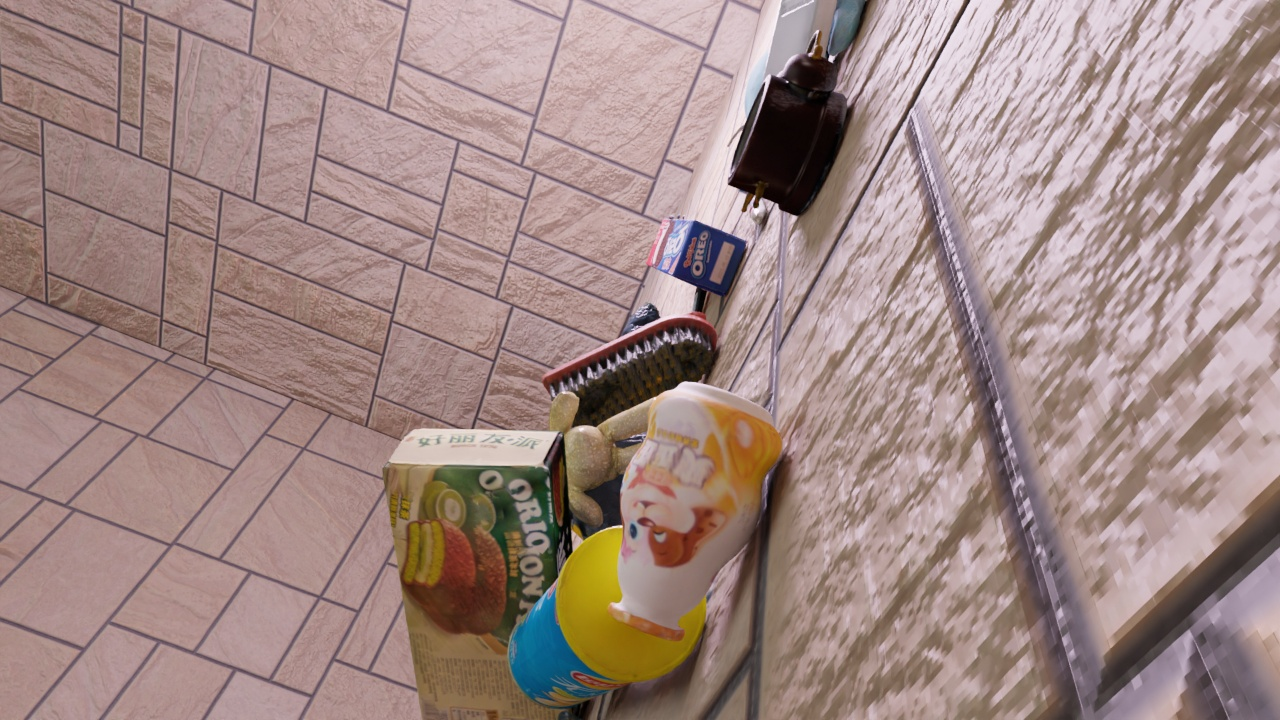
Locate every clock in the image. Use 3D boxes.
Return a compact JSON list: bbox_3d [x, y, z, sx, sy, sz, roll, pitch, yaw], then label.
[{"bbox_3d":[0.098,-0.153,0.598,0.082,0.055,0.122,-94,23,-84],"label":"clock"}]

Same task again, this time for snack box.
[{"bbox_3d":[-0.107,0.167,0.661,0.063,0.114,0.240,-72,-19,-67],"label":"snack box"},{"bbox_3d":[0.051,-0.106,0.909,0.207,0.057,0.058,-127,58,-79],"label":"snack box"}]

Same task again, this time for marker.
[{"bbox_3d":[0.063,-0.064,0.962,0.018,0.015,0.123,118,171,-46],"label":"marker"}]

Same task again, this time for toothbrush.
[{"bbox_3d":[0.101,-0.147,0.841,0.187,0.017,0.016,-76,8,-71],"label":"toothbrush"}]

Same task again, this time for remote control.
[{"bbox_3d":[0.124,-0.260,0.685,0.056,0.020,0.136,2,77,61],"label":"remote control"}]

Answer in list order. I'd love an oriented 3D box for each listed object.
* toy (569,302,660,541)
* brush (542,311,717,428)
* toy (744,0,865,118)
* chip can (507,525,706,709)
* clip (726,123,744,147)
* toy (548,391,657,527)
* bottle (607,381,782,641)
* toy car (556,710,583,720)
[{"bbox_3d":[-0.023,0.071,0.820,0.138,0.091,0.355,-46,19,30],"label":"toy"},{"bbox_3d":[-0.005,0.004,0.759,0.146,0.063,0.069,-27,28,9],"label":"brush"},{"bbox_3d":[0.128,-0.239,0.742,0.156,0.050,0.161,-64,16,8],"label":"toy"},{"bbox_3d":[-0.029,0.152,0.514,0.211,0.071,0.071,122,169,-62],"label":"chip can"},{"bbox_3d":[0.123,-0.228,0.839,0.100,0.070,0.034,-61,5,2],"label":"clip"},{"bbox_3d":[-0.031,0.070,0.687,0.066,0.158,0.105,6,-115,-60],"label":"toy"},{"bbox_3d":[0.020,0.067,0.406,0.063,0.063,0.108,134,157,-81],"label":"bottle"},{"bbox_3d":[-0.057,0.271,0.585,0.043,0.034,0.090,147,145,-79],"label":"toy car"}]
